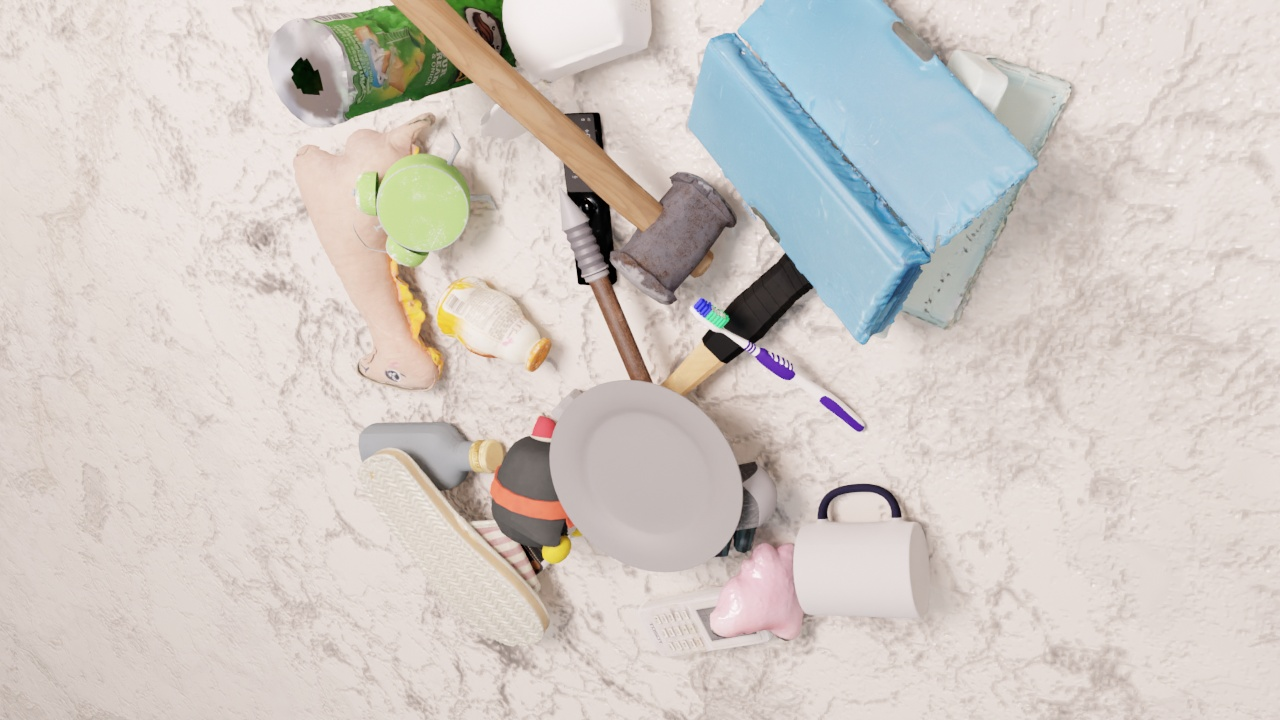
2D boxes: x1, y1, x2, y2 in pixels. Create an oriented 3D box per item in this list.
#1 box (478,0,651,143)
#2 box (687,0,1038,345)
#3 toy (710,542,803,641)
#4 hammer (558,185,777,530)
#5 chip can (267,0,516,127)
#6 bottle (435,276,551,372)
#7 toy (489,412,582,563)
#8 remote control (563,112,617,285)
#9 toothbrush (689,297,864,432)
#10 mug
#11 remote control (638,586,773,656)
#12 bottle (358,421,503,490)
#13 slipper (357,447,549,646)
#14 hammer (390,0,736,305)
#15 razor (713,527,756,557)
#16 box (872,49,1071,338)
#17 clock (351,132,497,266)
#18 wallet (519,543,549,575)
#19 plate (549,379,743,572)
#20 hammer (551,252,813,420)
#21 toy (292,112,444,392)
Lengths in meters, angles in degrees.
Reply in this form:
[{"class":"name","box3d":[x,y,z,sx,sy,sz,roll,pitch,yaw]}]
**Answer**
[{"class":"box","box3d":[-0.067,-0.240,0.715,0.160,0.084,0.119,-6,102,30]},{"class":"box","box3d":[0.125,-0.148,0.621,0.231,0.066,0.173,56,134,25]},{"class":"toy","box3d":[0.113,0.212,0.840,0.050,0.102,0.093,10,92,58]},{"class":"hammer","box3d":[-0.004,0.006,0.782,0.156,0.042,0.322,-16,104,29]},{"class":"chip can","box3d":[-0.174,-0.232,0.690,0.075,0.222,0.075,12,120,21]},{"class":"bottle","box3d":[-0.136,-0.031,0.858,0.108,0.063,0.063,32,122,11]},{"class":"toy","box3d":[-0.096,0.120,0.889,0.100,0.097,0.119,15,110,13]},{"class":"remote control","box3d":[-0.045,-0.137,0.795,0.034,0.013,0.150,5,114,24]},{"class":"toothbrush","box3d":[0.115,0.006,0.746,0.186,0.015,0.016,34,116,-17]},{"class":"mug","box3d":[0.189,0.162,0.786,0.097,0.078,0.112,-6,81,28]},{"class":"remote control","box3d":[0.064,0.259,0.913,0.139,0.025,0.060,-20,102,32]},{"class":"bottle","box3d":[-0.220,0.101,0.970,0.161,0.046,0.072,-3,111,27]},{"class":"slipper","box3d":[-0.188,0.191,0.965,0.115,0.052,0.263,-31,103,36]},{"class":"hammer","box3d":[-0.065,-0.171,0.680,0.328,0.052,0.098,39,88,-23]},{"class":"razor","box3d":[0.050,0.168,0.872,0.143,0.047,0.052,-16,129,34]},{"class":"box","box3d":[0.227,-0.109,0.651,0.096,0.085,0.199,12,123,-10]},{"class":"clock","box3d":[-0.199,-0.137,0.815,0.119,0.042,0.094,-28,117,5]},{"class":"wallet","box3d":[-0.159,0.218,1.008,0.123,0.019,0.072,-33,95,33]},{"class":"plate","box3d":[0.003,0.099,0.785,0.179,0.012,0.178,9,112,22]},{"class":"hammer","box3d":[0.056,-0.001,0.794,0.131,0.039,0.329,45,123,0]},{"class":"toy","box3d":[-0.233,-0.092,0.883,0.196,0.065,0.264,-13,112,21]}]
